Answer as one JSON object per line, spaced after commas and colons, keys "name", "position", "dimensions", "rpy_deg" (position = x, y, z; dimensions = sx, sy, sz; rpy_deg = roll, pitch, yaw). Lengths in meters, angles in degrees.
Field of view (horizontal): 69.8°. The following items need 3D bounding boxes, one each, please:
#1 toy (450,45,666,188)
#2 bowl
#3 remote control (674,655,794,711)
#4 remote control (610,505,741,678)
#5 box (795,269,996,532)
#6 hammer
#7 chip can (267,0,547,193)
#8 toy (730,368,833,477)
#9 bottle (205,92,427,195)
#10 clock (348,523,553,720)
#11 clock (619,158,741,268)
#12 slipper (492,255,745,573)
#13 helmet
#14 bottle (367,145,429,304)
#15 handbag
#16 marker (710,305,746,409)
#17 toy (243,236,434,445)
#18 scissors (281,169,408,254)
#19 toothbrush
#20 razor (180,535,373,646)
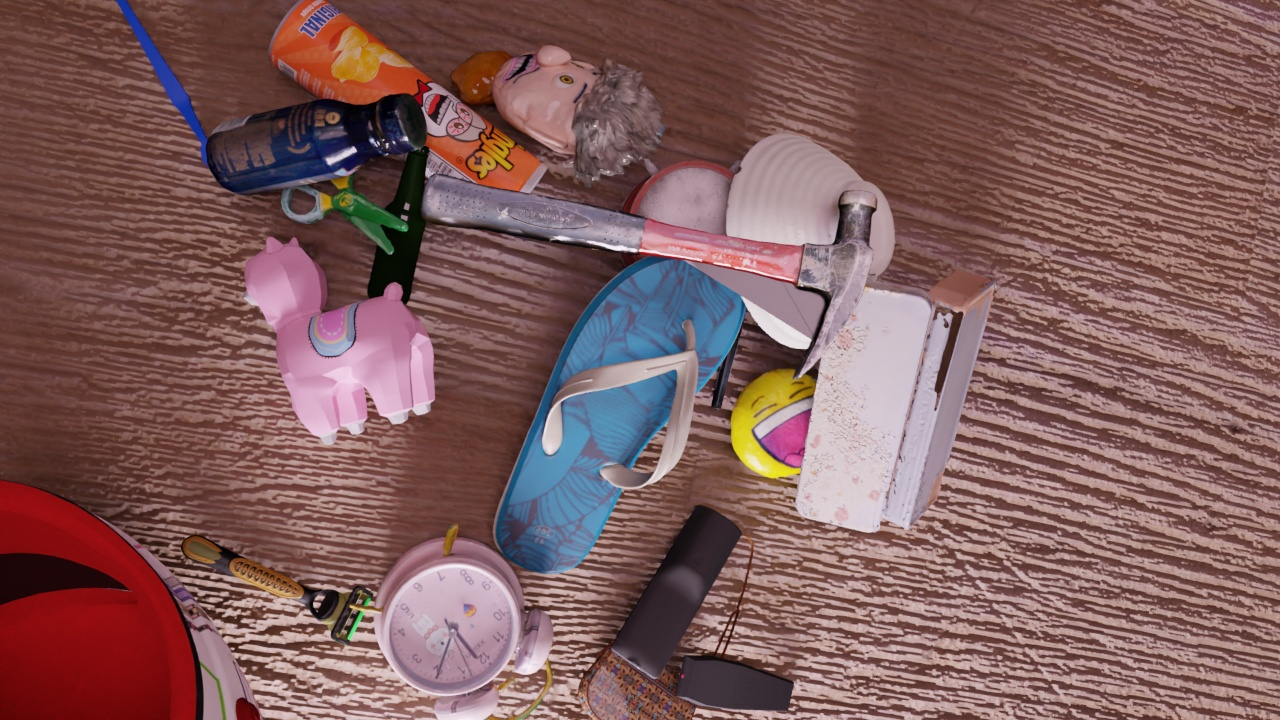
{"name": "toy", "position": [-0.062, -0.206, 0.713], "dimensions": [0.176, 0.132, 0.076], "rpy_deg": [19, 129, 4]}
{"name": "bowl", "position": [0.152, -0.099, 0.729], "dimensions": [0.177, 0.071, 0.177], "rpy_deg": [3, 85, -43]}
{"name": "remote control", "position": [0.082, 0.270, 0.758], "dimensions": [0.124, 0.010, 0.039], "rpy_deg": [22, 77, -32]}
{"name": "remote control", "position": [0.031, 0.186, 0.747], "dimensions": [0.045, 0.021, 0.140], "rpy_deg": [32, 69, 6]}
{"name": "box", "position": [0.201, 0.032, 0.745], "dimensions": [0.120, 0.094, 0.217], "rpy_deg": [-23, 129, -43]}
{"name": "hammer", "position": [0.000, -0.080, 0.666], "dimensions": [0.326, 0.036, 0.140], "rpy_deg": [11, 88, 3]}
{"name": "chip can", "position": [-0.175, -0.187, 0.703], "dimensions": [0.210, 0.062, 0.062], "rpy_deg": [36, 82, -10]}
{"name": "toy", "position": [0.120, 0.053, 0.776], "dimensions": [0.095, 0.041, 0.094], "rpy_deg": [-25, 100, -12]}
{"name": "bottle", "position": [-0.234, -0.158, 0.663], "dimensions": [0.161, 0.056, 0.056], "rpy_deg": [-7, 91, 16]}
{"name": "clock", "position": [-0.135, 0.213, 0.710], "dimensions": [0.116, 0.059, 0.158], "rpy_deg": [-40, 98, -10]}
{"name": "clock", "position": [0.037, -0.084, 0.749], "dimensions": [0.109, 0.062, 0.157], "rpy_deg": [-1, 95, -12]}
{"name": "slipper", "position": [-0.021, 0.043, 0.705], "dimensions": [0.118, 0.060, 0.295], "rpy_deg": [29, 98, -12]}
{"name": "helmet", "position": [-0.375, 0.242, 0.571], "dimensions": [0.314, 0.237, 0.230], "rpy_deg": [45, 47, 10]}
{"name": "bottle", "position": [-0.179, -0.102, 0.692], "dimensions": [0.033, 0.033, 0.123], "rpy_deg": [14, 111, -12]}
{"name": "handbag", "position": [0.032, 0.226, 0.766], "dimensions": [0.093, 0.043, 0.195], "rpy_deg": [38, 74, -6]}
{"name": "marker", "position": [0.077, -0.019, 0.779], "dimensions": [0.015, 0.018, 0.123], "rpy_deg": [14, 87, -7]}
{"name": "toy", "position": [-0.225, -0.021, 0.680], "dimensions": [0.123, 0.067, 0.157], "rpy_deg": [-18, 93, 14]}
{"name": "scissors", "position": [-0.224, -0.109, 0.683], "dimensions": [0.078, 0.013, 0.132], "rpy_deg": [-44, 64, 3]}
{"name": "toothbrush", "position": [-0.360, -0.218, 0.692], "dimensions": [0.016, 0.011, 0.186], "rpy_deg": [-30, 93, -11]}
{"name": "razor", "position": [-0.279, 0.168, 0.698], "dimensions": [0.144, 0.021, 0.044], "rpy_deg": [28, 66, -12]}
